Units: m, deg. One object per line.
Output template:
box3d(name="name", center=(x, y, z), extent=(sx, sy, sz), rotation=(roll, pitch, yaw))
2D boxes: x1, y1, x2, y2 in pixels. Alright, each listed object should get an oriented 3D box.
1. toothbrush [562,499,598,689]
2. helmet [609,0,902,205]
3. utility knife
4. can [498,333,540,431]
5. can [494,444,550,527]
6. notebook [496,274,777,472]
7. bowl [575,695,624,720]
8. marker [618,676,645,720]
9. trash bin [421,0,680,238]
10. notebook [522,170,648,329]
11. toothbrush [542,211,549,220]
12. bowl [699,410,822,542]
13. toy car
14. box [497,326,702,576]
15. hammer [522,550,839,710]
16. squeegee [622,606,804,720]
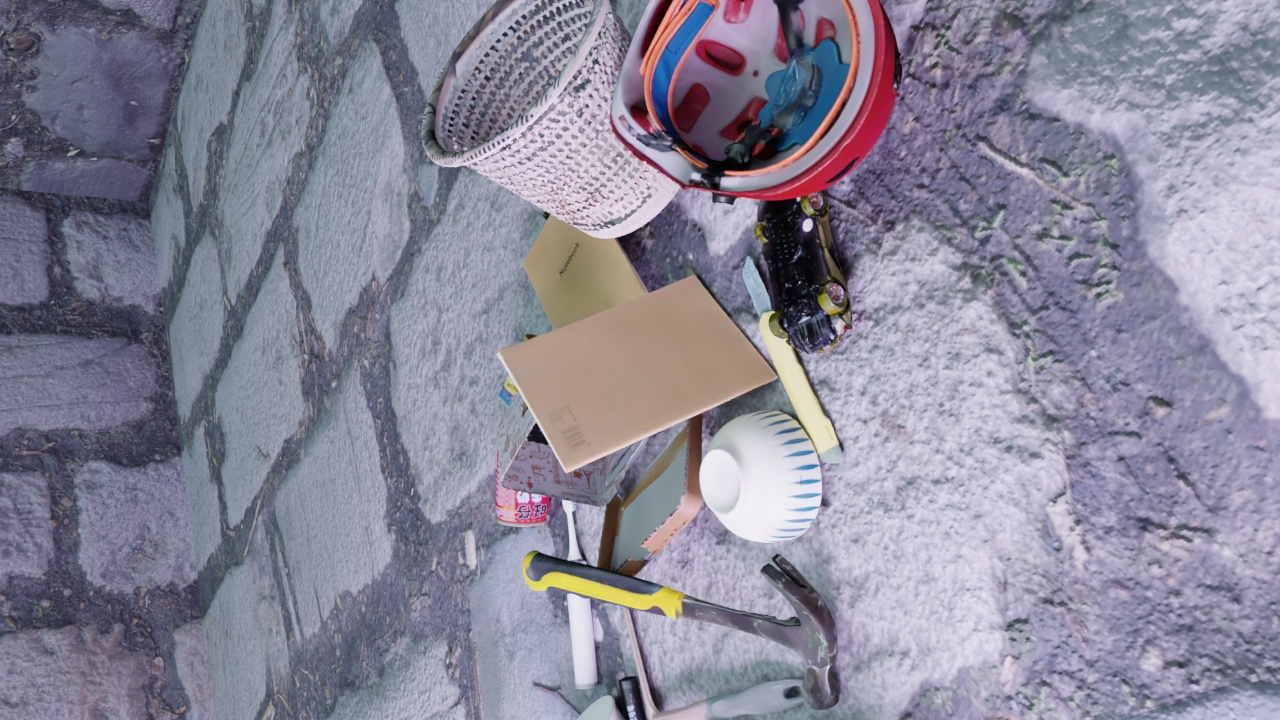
box3d(name="toothbrush", center=(-0.072, 0.261, 1.053), extent=(0.027, 0.026, 0.221), rotation=(-10, 81, 25))
box3d(name="helmet", center=(0.110, -0.221, 0.729), extent=(0.240, 0.143, 0.207), rotation=(36, 111, 33))
box3d(name="utility knife", center=(0.127, -0.001, 0.803), extent=(0.031, 0.021, 0.206), rotation=(-42, 66, 43))
box3d(name="can", center=(-0.110, 0.030, 1.060), extent=(0.102, 0.057, 0.083), rotation=(40, 109, 40))
box3d(name="can", center=(-0.142, 0.148, 1.108), extent=(0.067, 0.066, 0.094), rotation=(7, 96, 52))
box3d(name="notebook", center=(-0.005, 0.005, 0.835), extent=(0.149, 0.211, 0.012), rotation=(55, 160, 35))
box3d(name="bowl", center=(-0.044, 0.426, 0.977), extent=(0.065, 0.118, 0.119), rotation=(41, 132, -4))
box3d(name="marker", center=(0.001, 0.400, 0.964), extent=(0.022, 0.020, 0.132), rotation=(119, 139, -75))
box3d(name="trash bin", center=(-0.062, -0.226, 0.871), extent=(0.228, 0.192, 0.227), rotation=(-24, 48, 30))
box3d(name="notebook", center=(-0.066, -0.090, 1.008), extent=(0.148, 0.008, 0.207), rotation=(-55, 47, 34))
box3d(name="toothbrush", center=(-0.047, -0.174, 1.018), extent=(0.213, 0.027, 0.026), rotation=(-4, 48, 52))
box3d(name="bowl", center=(0.095, 0.103, 0.800), extent=(0.117, 0.066, 0.116), rotation=(7, 99, 55))
box3d(name="toy car", center=(0.137, -0.083, 0.771), extent=(0.070, 0.042, 0.158), rotation=(-28, 65, 49))
box3d(name="box", center=(-0.042, 0.108, 0.903), extent=(0.184, 0.156, 0.193), rotation=(-57, 28, 37))
box3d(name="hammer", center=(0.022, 0.215, 0.830), extent=(0.324, 0.031, 0.126), rotation=(5, 112, 34))
box3d(name="squeegee", center=(0.066, 0.329, 0.869), extent=(0.250, 0.040, 0.247), rotation=(-35, 63, 46))
